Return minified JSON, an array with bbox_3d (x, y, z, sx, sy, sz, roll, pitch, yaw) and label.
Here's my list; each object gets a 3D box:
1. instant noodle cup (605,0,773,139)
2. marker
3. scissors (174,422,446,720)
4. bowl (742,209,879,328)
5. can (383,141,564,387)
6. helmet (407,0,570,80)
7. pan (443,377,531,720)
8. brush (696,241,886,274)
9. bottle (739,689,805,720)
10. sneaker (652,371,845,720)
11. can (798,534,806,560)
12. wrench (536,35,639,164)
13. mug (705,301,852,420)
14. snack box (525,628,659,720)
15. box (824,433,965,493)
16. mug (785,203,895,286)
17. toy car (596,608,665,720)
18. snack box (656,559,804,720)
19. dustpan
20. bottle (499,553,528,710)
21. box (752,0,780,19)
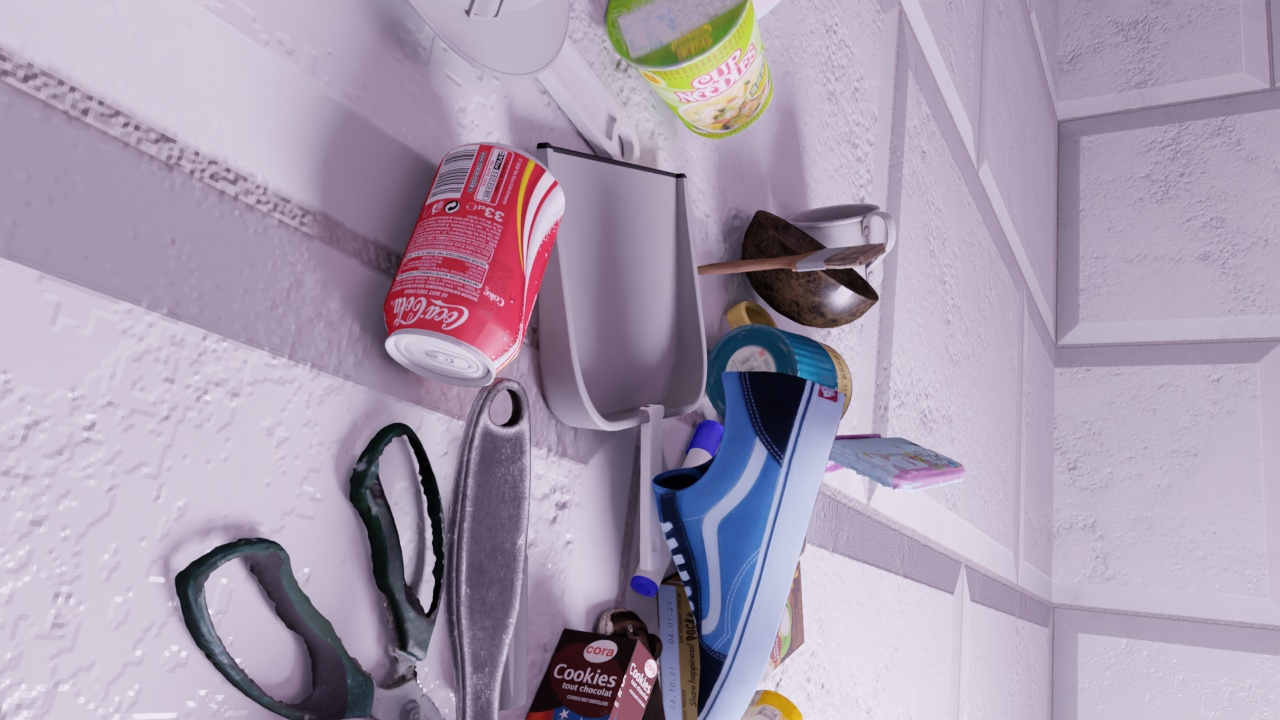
[{"bbox_3d":[0.043,-0.207,0.619,0.108,0.099,0.098,41,54,-60],"label":"instant noodle cup"},{"bbox_3d":[0.027,0.099,0.640,0.020,0.020,0.141,62,41,-36],"label":"marker"},{"bbox_3d":[-0.107,0.124,0.424,0.146,0.015,0.210,-60,136,-43],"label":"scissors"},{"bbox_3d":[0.128,-0.065,0.751,0.056,0.121,0.121,-55,156,20],"label":"bowl"},{"bbox_3d":[-0.078,-0.045,0.432,0.064,0.064,0.104,45,51,-48],"label":"can"},{"bbox_3d":[-0.051,-0.257,0.394,0.271,0.118,0.182,60,39,-42],"label":"helmet"},{"bbox_3d":[-0.073,0.183,0.397,0.187,0.055,0.356,12,82,-34],"label":"pan"},{"bbox_3d":[0.096,-0.069,0.643,0.045,0.143,0.008,-27,110,-47],"label":"brush"},{"bbox_3d":[0.081,0.292,0.679,0.108,0.063,0.063,-19,105,-58],"label":"bottle"},{"bbox_3d":[0.050,0.117,0.582,0.083,0.098,0.241,-43,147,-71],"label":"sneaker"},{"bbox_3d":[0.078,0.116,0.665,0.086,0.043,0.086,34,35,-29],"label":"can"},{"bbox_3d":[-0.065,-0.201,0.508,0.273,0.018,0.086,43,52,-51],"label":"wrench"},{"bbox_3d":[0.102,0.004,0.725,0.107,0.083,0.113,11,51,-55],"label":"mug"},{"bbox_3d":[-0.040,0.218,0.493,0.032,0.051,0.140,60,41,-38],"label":"snack box"},{"bbox_3d":[0.181,0.085,0.772,0.213,0.150,0.049,6,86,-59],"label":"box"},{"bbox_3d":[0.186,-0.100,0.826,0.084,0.113,0.070,-19,109,-27],"label":"mug"},{"bbox_3d":[-0.007,0.211,0.565,0.048,0.041,0.112,23,51,-56],"label":"toy car"},{"bbox_3d":[0.074,0.195,0.702,0.185,0.032,0.101,-8,96,-59],"label":"snack box"},{"bbox_3d":[-0.003,0.003,0.578,0.162,0.033,0.257,-8,100,-59],"label":"dustpan"},{"bbox_3d":[-0.072,0.116,0.466,0.030,0.030,0.113,5,84,-58],"label":"bottle"},{"bbox_3d":[0.043,-0.335,0.668,0.102,0.087,0.201,-48,142,4],"label":"box"}]
